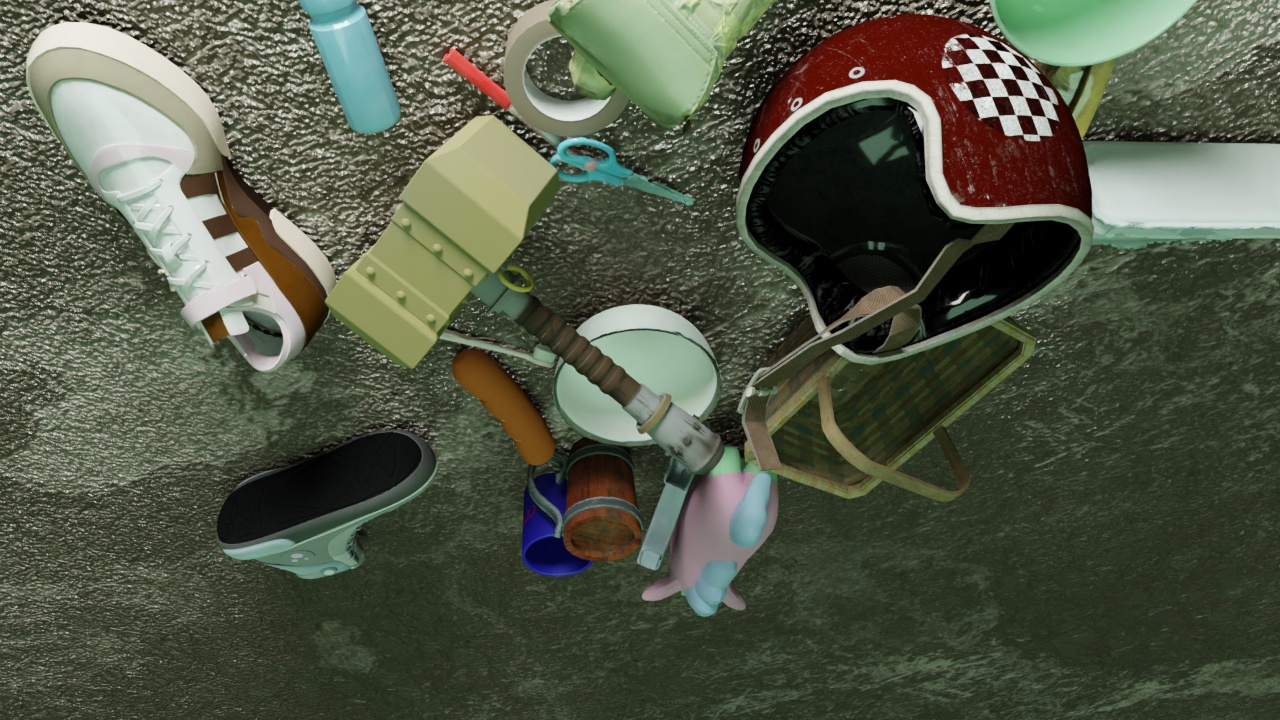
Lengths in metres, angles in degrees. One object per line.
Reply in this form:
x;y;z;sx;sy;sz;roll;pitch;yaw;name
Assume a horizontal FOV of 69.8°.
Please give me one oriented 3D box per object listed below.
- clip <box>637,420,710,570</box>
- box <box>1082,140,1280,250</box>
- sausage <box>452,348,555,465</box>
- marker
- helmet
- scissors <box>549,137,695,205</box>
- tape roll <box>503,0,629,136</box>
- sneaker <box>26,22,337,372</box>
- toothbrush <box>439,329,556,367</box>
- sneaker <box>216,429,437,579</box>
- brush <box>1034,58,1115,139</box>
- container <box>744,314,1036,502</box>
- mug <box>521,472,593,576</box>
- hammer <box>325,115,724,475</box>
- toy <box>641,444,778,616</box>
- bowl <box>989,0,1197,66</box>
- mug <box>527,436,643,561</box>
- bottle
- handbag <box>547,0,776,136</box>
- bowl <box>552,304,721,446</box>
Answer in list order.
0.029;0.142;0.907;0.031;0.168;0.165;22;107;6;clip
0.441;-0.117;0.749;0.210;0.105;0.130;-3;138;-1;box
-0.130;0.047;0.907;0.044;0.039;0.164;-20;132;14;sausage
-0.090;-0.188;0.701;0.142;0.012;0.013;34;123;-32;marker
0.179;-0.102;0.639;0.233;0.253;0.234;-10;156;-16;helmet
-0.011;-0.145;0.735;0.136;0.015;0.056;17;149;-30;scissors
-0.052;-0.212;0.668;0.093;0.030;0.094;-2;134;-2;tape roll
-0.349;-0.101;0.691;0.112;0.116;0.294;-16;133;11;sneaker
-0.164;-0.023;0.854;0.181;0.015;0.018;14;125;-18;toothbrush
-0.308;0.168;0.988;0.257;0.093;0.160;-19;141;12;sneaker
0.307;-0.173;0.715;0.043;0.059;0.196;10;135;-5;brush
0.216;0.037;0.823;0.157;0.186;0.251;21;129;-23;container
-0.074;0.180;1.010;0.111;0.083;0.079;2;134;-7;mug
-0.062;-0.015;0.739;0.325;0.100;0.191;39;122;-12;hammer
0.085;0.183;0.966;0.120;0.171;0.223;9;166;-13;toy
0.293;-0.278;0.599;0.151;0.076;0.151;-2;135;-3;bowl
-0.059;0.139;0.952;0.117;0.111;0.082;2;134;-7;mug
-0.205;-0.223;0.638;0.040;0.040;0.130;-8;134;3;bottle
0.025;-0.242;0.591;0.113;0.117;0.186;39;83;-24;handbag
-0.005;0.005;0.853;0.153;0.072;0.154;-3;135;-3;bowl
